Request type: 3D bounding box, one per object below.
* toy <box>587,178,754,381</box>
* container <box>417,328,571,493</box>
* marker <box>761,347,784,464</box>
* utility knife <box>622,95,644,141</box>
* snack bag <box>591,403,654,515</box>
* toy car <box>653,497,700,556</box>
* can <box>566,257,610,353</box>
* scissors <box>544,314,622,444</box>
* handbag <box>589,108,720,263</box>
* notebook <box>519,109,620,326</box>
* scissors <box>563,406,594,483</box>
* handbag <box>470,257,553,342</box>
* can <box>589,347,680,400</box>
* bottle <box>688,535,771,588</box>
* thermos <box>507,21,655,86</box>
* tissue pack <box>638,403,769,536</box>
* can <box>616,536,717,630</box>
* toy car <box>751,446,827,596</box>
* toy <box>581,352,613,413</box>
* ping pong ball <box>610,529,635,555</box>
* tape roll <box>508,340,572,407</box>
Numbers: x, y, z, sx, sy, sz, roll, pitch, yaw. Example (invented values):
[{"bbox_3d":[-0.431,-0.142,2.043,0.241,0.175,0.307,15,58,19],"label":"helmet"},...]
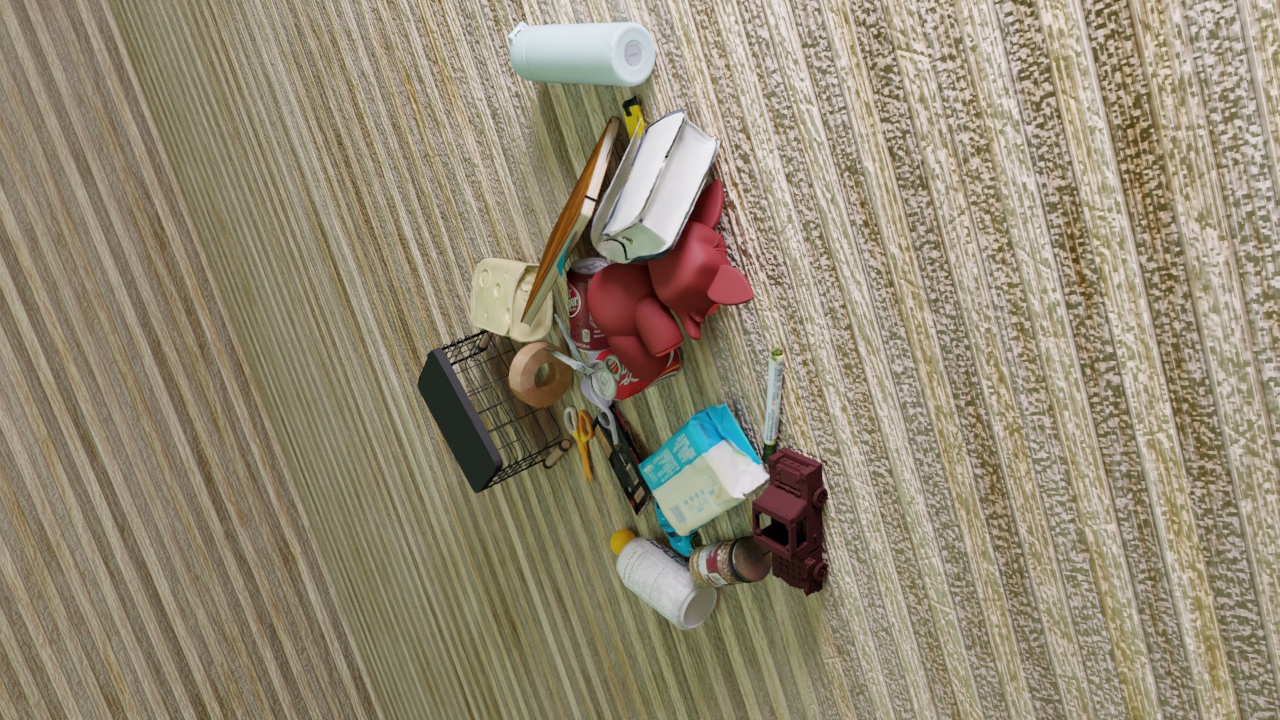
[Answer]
[{"bbox_3d":[0.034,-0.083,1.003,0.198,0.120,0.158,-32,54,34],"label":"toy"},{"bbox_3d":[-0.233,0.073,1.432,0.241,0.130,0.163,59,151,10],"label":"container"},{"bbox_3d":[0.148,0.053,1.024,0.017,0.017,0.147,29,131,41],"label":"marker"},{"bbox_3d":[0.008,-0.215,1.058,0.030,0.017,0.175,13,123,60],"label":"utility knife"},{"bbox_3d":[-0.024,0.136,1.281,0.155,0.018,0.075,62,148,24],"label":"snack bag"},{"bbox_3d":[0.047,0.220,1.243,0.048,0.032,0.105,-14,100,55],"label":"toy car"},{"bbox_3d":[-0.062,-0.071,1.188,0.063,0.063,0.114,28,130,42],"label":"can"},{"bbox_3d":[-0.062,0.023,1.102,0.142,0.014,0.172,-1,110,50],"label":"scissors"},{"bbox_3d":[-0.012,-0.179,0.982,0.074,0.151,0.176,33,161,-26],"label":"handbag"},{"bbox_3d":[-0.086,-0.161,1.104,0.014,0.178,0.250,22,144,-12],"label":"notebook"},{"bbox_3d":[-0.092,0.129,1.390,0.073,0.012,0.131,26,128,45],"label":"scissors"},{"bbox_3d":[-0.190,-0.091,1.335,0.119,0.081,0.111,17,110,51],"label":"handbag"},{"bbox_3d":[-0.007,0.007,1.124,0.064,0.104,0.064,30,132,41],"label":"can"},{"bbox_3d":[0.112,0.255,1.155,0.105,0.056,0.056,-28,86,56],"label":"bottle"},{"bbox_3d":[-0.073,-0.347,1.041,0.207,0.065,0.078,20,161,46],"label":"thermos"},{"bbox_3d":[0.072,0.141,1.135,0.117,0.065,0.210,57,146,11],"label":"tissue pack"},{"bbox_3d":[0.035,0.305,1.267,0.136,0.078,0.078,28,130,42],"label":"can"},{"bbox_3d":[0.169,0.189,1.036,0.070,0.061,0.170,22,126,45],"label":"toy car"},{"bbox_3d":[-0.058,0.014,1.261,0.080,0.036,0.100,46,137,42],"label":"toy"},{"bbox_3d":[-0.025,0.270,1.359,0.040,0.040,0.040,30,132,41],"label":"ping pong ball"},{"bbox_3d":[-0.143,0.020,1.323,0.027,0.093,0.094,24,127,45],"label":"tape roll"}]
